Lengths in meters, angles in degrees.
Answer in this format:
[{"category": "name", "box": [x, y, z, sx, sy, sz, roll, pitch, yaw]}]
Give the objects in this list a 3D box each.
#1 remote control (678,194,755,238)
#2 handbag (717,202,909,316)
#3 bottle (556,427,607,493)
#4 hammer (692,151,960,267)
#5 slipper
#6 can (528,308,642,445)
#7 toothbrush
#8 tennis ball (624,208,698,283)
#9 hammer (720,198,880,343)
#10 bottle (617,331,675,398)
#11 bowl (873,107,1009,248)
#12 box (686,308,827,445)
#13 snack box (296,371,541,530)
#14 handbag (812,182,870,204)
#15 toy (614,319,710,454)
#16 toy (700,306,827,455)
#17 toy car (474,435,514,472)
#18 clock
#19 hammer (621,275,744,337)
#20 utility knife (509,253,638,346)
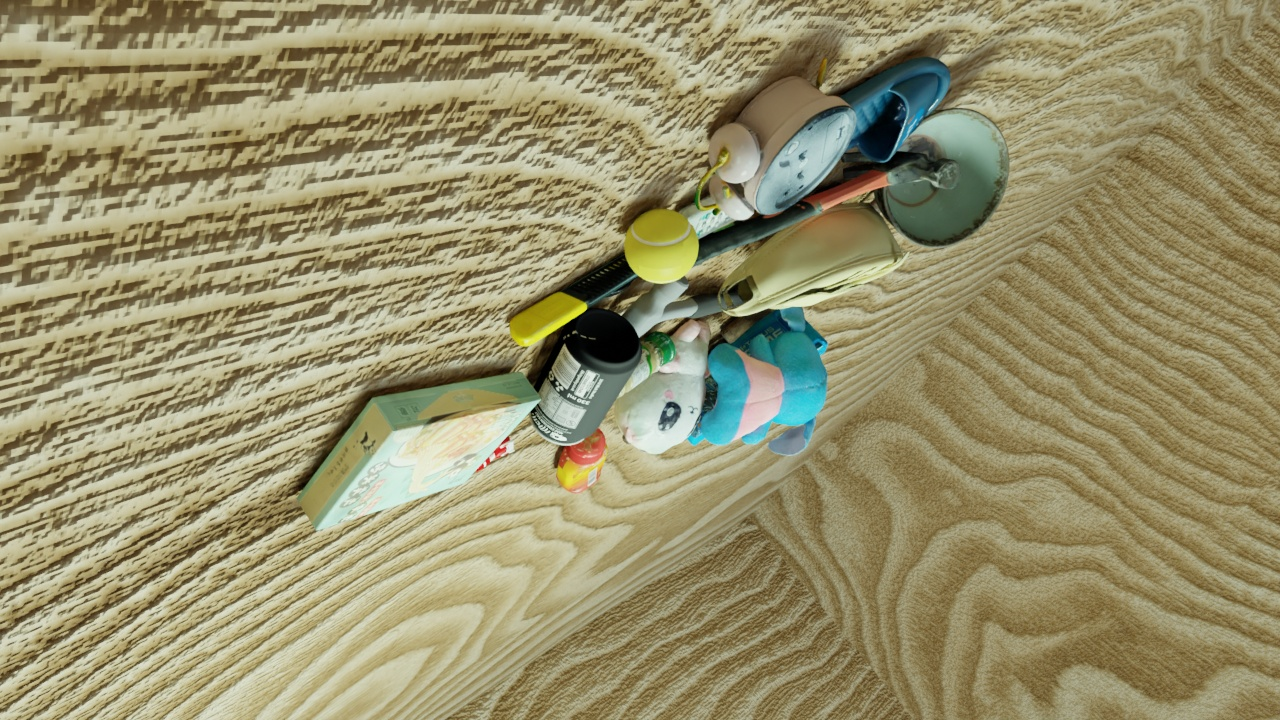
[{"category": "remote control", "box": [0.083, -0.152, 0.884, 0.133, 0.022, 0.050, -31, 161, -27]}, {"category": "handbag", "box": [0.201, -0.104, 1.052, 0.191, 0.088, 0.232, -33, 171, 22]}, {"category": "bottle", "box": [-0.077, 0.131, 1.232, 0.071, 0.048, 0.134, -32, 162, -24]}, {"category": "hammer", "box": [0.153, -0.150, 0.929, 0.332, 0.133, 0.033, -24, 120, -20]}, {"category": "slipper", "box": [0.245, -0.245, 0.927, 0.213, 0.059, 0.104, -27, 157, -30]}, {"category": "can", "box": [-0.059, 0.018, 0.925, 0.080, 0.080, 0.146, -25, 158, -39]}, {"category": "toothbrush", "box": [0.035, -0.104, 0.924, 0.187, 0.014, 0.017, -30, 174, -29]}, {"category": "tennis ball", "box": [0.018, -0.100, 0.806, 0.065, 0.065, 0.065, -35, 163, -13]}, {"category": "hammer", "box": [0.240, -0.137, 1.234, 0.331, 0.033, 0.120, -41, 171, 13]}, {"category": "bottle", "box": [-0.006, 0.006, 1.048, 0.109, 0.042, 0.043, -35, 165, -41]}, {"category": "bowl", "box": [0.339, -0.221, 1.086, 0.160, 0.160, 0.094, -40, -156, 2]}, {"category": "box", "box": [0.133, 0.024, 1.310, 0.243, 0.114, 0.114, -34, 158, -17]}, {"category": "snack box", "box": [-0.199, 0.077, 0.844, 0.142, 0.044, 0.193, -46, 163, 27]}, {"category": "handbag", "box": [0.245, -0.191, 1.130, 0.177, 0.027, 0.084, -27, 161, -48]}, {"category": "toy", "box": [0.037, 0.031, 1.156, 0.138, 0.101, 0.180, 15, 106, -55]}, {"category": "toy", "box": [0.162, 0.021, 1.175, 0.191, 0.224, 0.099, -11, -166, -36]}, {"category": "toy car", "box": [-0.181, 0.107, 0.993, 0.089, 0.025, 0.038, -33, 162, -19]}, {"category": "clock", "box": [0.113, -0.180, 0.803, 0.158, 0.059, 0.117, -37, 159, -8]}, {"category": "hammer", "box": [0.063, -0.060, 1.052, 0.125, 0.029, 0.310, -45, 166, 25]}, {"category": "utility knife", "box": [-0.043, -0.065, 0.832, 0.173, 0.029, 0.020, -33, 166, -20]}]
